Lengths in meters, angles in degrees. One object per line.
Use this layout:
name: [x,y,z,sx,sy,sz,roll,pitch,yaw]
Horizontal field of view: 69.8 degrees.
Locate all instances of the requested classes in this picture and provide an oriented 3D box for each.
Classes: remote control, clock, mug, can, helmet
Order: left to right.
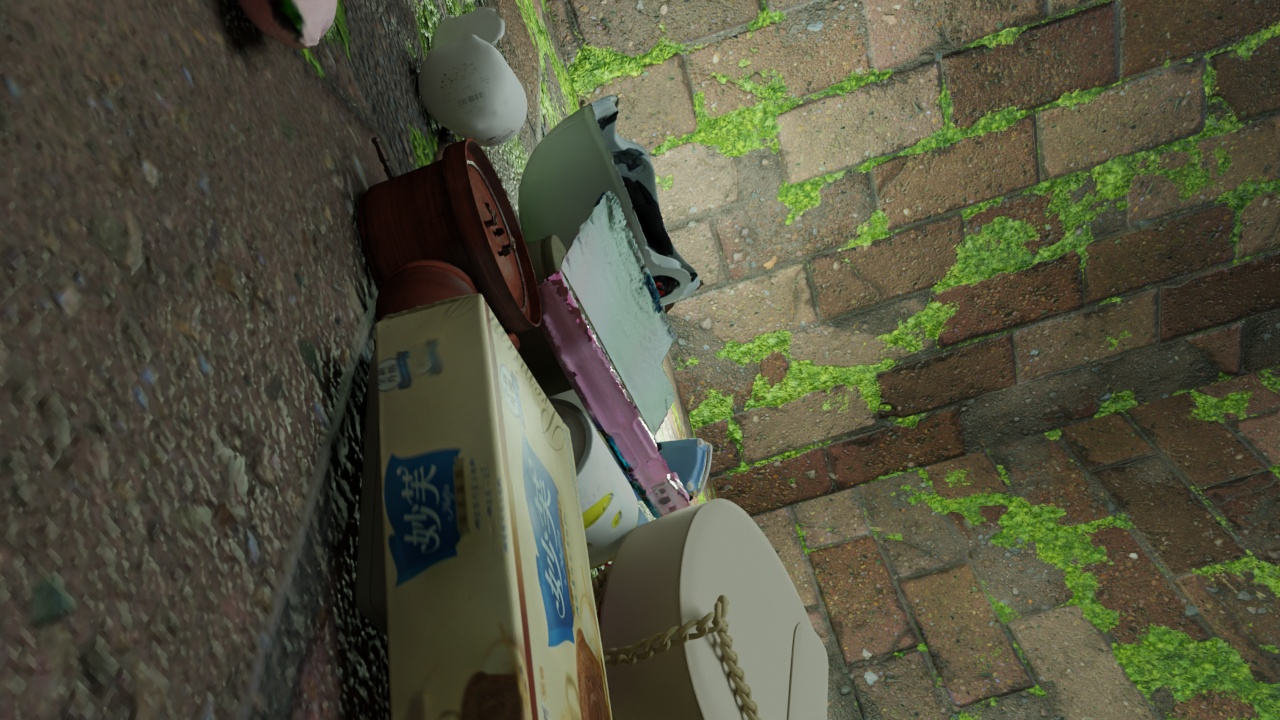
remote control: [-0.111,0.063,0.438,0.074,0.019,0.150,71,7,-50]
clock: [-0.110,-0.051,0.543,0.120,0.072,0.157,61,12,-67]
can: [-0.085,-0.032,0.743,0.127,0.073,0.128,-16,89,-85]
mug: [-0.054,0.087,0.635,0.106,0.082,0.082,64,10,-50]
helmet: [-0.051,-0.155,1.023,0.236,0.164,0.264,67,10,10]

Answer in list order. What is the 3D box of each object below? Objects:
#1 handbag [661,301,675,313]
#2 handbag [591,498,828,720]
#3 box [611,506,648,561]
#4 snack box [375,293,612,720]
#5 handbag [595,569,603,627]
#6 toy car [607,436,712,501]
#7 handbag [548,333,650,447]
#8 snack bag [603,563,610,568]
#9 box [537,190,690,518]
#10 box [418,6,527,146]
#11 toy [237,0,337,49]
handbag: [-0.025,-0.069,1.150,0.166,0.138,0.063,-95,166,-61]
handbag: [0.062,0.204,0.619,0.208,0.104,0.210,57,26,-20]
box: [-0.045,0.129,0.828,0.120,0.049,0.210,34,-18,32]
snack box: [-0.064,0.097,0.428,0.153,0.055,0.207,68,9,-60]
handbag: [0.034,0.260,0.833,0.172,0.060,0.108,40,23,-39]
toy car: [0.005,0.108,0.909,0.054,0.154,0.056,34,59,-34]
handbag: [-0.039,0.013,0.917,0.171,0.112,0.123,-101,-179,-52]
snack bag: [-0.011,0.247,0.944,0.196,0.016,0.070,57,19,-71]
box: [-0.018,0.006,0.691,0.231,0.066,0.158,63,24,-49]
box: [-0.149,-0.259,0.797,0.136,0.083,0.143,-38,105,-86]
toy: [-0.176,-0.198,0.448,0.093,0.050,0.102,-108,-177,-80]
